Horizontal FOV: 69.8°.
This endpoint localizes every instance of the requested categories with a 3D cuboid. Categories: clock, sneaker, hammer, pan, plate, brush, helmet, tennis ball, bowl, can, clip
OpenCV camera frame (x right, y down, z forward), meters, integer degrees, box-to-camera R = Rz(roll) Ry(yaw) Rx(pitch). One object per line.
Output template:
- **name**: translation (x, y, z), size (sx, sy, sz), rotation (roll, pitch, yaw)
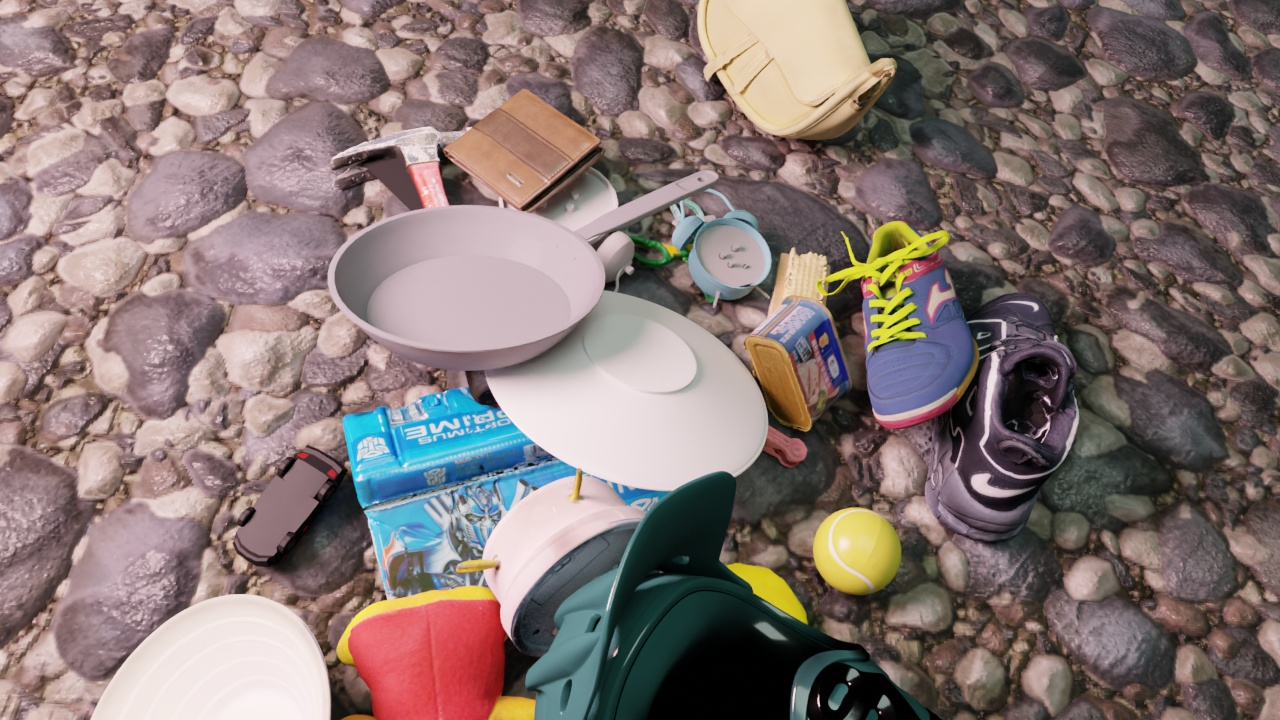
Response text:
- **clock**: translation (-0.040, 0.140, 0.615), size (0.116, 0.158, 0.059), rotation (-42, 54, -4)
- **sneaker**: translation (0.310, 0.012, 0.755), size (0.097, 0.151, 0.251), rotation (21, 56, 5)
- **hammer**: translation (-0.171, -0.091, 0.784), size (0.140, 0.036, 0.325), rotation (-13, 52, -16)
- **clock**: translation (0.075, -0.110, 0.846), size (0.087, 0.042, 0.123), rotation (-11, 68, -21)
- **sneaker**: translation (0.213, -0.039, 0.772), size (0.116, 0.091, 0.241), rotation (-18, 28, 25)
- **pan**: translation (-0.069, -0.086, 0.730), size (0.355, 0.051, 0.201), rotation (-25, 47, -34)
- **plate**: translation (-0.004, 0.004, 0.702), size (0.229, 0.030, 0.228), rotation (14, 37, -11)
- **brush**: translation (0.145, -0.053, 0.835), size (0.049, 0.039, 0.116), rotation (15, 54, 1)
- **clock**: translation (-0.069, -0.114, 0.826), size (0.119, 0.061, 0.159), rotation (-12, 59, -16)
- **helmet**: translation (0.033, 0.196, 0.519), size (0.200, 0.276, 0.176), rotation (35, 51, 14)
- **tennis ball**: translation (0.164, 0.145, 0.697), size (0.065, 0.065, 0.065), rotation (4, 57, -7)
- **bowl**: translation (-0.250, 0.237, 0.557), size (0.177, 0.058, 0.176), rotation (-9, 59, 16)
- **can**: translation (0.131, 0.003, 0.764), size (0.058, 0.100, 0.054), rotation (-40, 33, -27)
- **clip**: translation (0.107, 0.070, 0.766), size (0.060, 0.044, 0.023), rotation (40, 58, -19)

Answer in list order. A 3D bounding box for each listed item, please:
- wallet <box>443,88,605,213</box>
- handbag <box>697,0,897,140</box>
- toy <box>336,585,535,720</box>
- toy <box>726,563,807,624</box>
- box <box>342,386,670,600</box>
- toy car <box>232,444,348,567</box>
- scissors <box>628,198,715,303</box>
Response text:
- **wallet**: translation (-0.104, -0.188, 0.820), size (0.098, 0.027, 0.121), rotation (-41, 60, -15)
- **handbag**: translation (0.153, -0.328, 0.937), size (0.088, 0.191, 0.232), rotation (-6, 70, -32)
- **toy**: translation (-0.125, 0.248, 0.571), size (0.147, 0.099, 0.216), rotation (-11, 55, -7)
- **toy**: translation (0.076, 0.192, 0.669), size (0.095, 0.041, 0.094), rotation (29, 53, 10)
- **box**: translation (-0.089, 0.078, 0.697), size (0.243, 0.070, 0.170), rotation (-13, 62, -17)
- **toy car**: translation (-0.256, 0.108, 0.670), size (0.042, 0.036, 0.091), rotation (30, 68, 8)
- **scissors**: translation (0.046, -0.109, 0.871), size (0.125, 0.011, 0.130), rotation (11, 58, -8)
